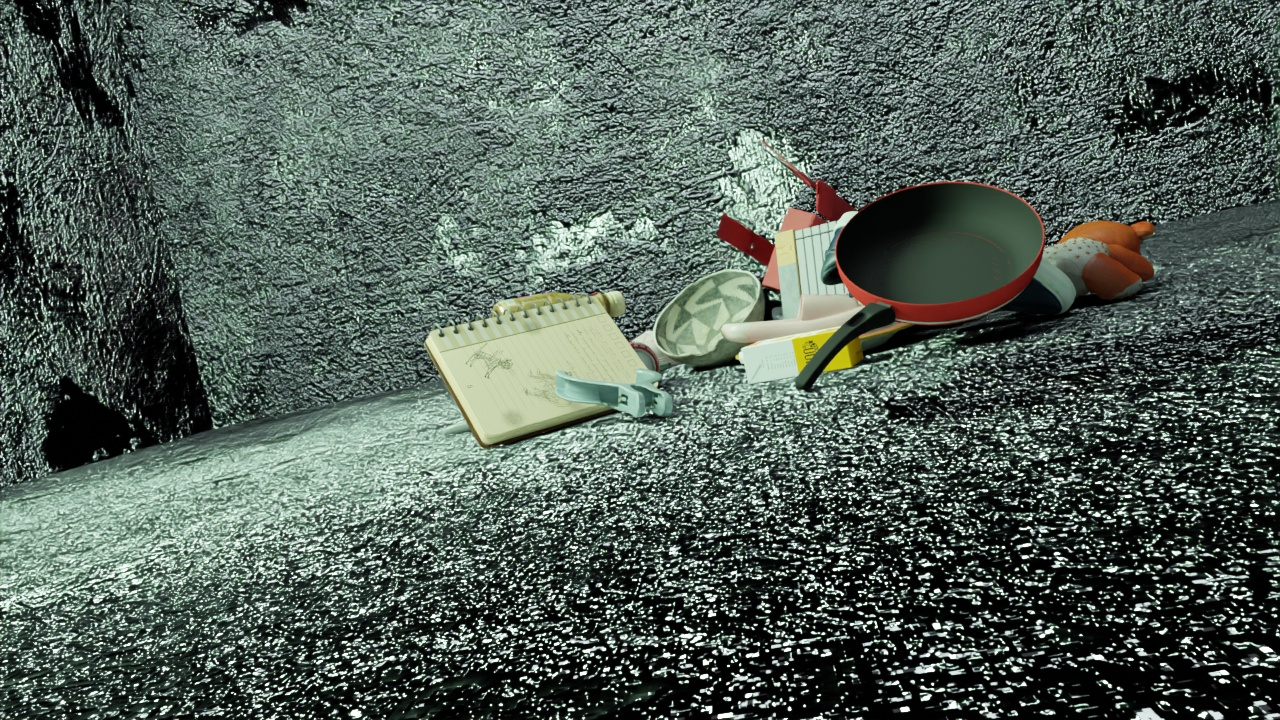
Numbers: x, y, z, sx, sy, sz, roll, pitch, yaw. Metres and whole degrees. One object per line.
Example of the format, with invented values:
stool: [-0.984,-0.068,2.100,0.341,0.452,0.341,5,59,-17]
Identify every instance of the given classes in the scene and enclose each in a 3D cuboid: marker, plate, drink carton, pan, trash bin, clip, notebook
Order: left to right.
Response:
marker: [-0.186,0.077,1.179,0.138,0.016,0.022,-13,27,-1]
notebook: [-0.111,0.002,1.033,0.225,0.167,0.024,-15,-34,-33]
clip: [-0.047,0.031,0.943,0.159,0.030,0.174,0,8,-7]
drink carton: [0.174,-0.007,1.006,0.123,0.040,0.058,-11,4,27]
plate: [0.234,-0.020,1.153,0.230,0.021,0.229,-12,3,1]
trash bin: [0.336,-0.124,1.271,0.248,0.142,0.142,-10,-6,40]
pan: [0.268,-0.071,0.943,0.209,0.067,0.355,23,57,39]

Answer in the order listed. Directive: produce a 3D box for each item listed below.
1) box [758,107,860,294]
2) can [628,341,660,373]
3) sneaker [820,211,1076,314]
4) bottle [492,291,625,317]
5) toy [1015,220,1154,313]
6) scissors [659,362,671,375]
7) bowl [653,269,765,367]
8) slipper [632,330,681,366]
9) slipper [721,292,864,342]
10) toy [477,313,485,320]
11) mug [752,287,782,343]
box: [0.290,-0.236,1.488,0.121,0.318,0.210,-8,-13,34]
can: [-0.007,0.007,1.239,0.063,0.063,0.114,-13,4,-1]
sneaker: [0.339,-0.086,1.065,0.295,0.127,0.121,19,-18,34]
bottle: [-0.099,-0.058,1.150,0.165,0.059,0.060,-13,3,-24]
toy: [0.534,-0.111,1.104,0.172,0.093,0.164,-31,11,-36]
scissors: [-0.021,0.027,1.342,0.148,0.019,0.123,-19,9,-17]
bowl: [0.113,-0.048,1.357,0.179,0.081,0.178,-24,35,18]
slipper: [0.037,-0.021,1.551,0.238,0.064,0.094,-13,3,-40]
slipper: [0.213,-0.058,1.180,0.222,0.055,0.106,-10,2,12]
toy: [-0.133,-0.005,1.223,0.184,0.140,0.159,-8,-7,14]
mug: [0.183,-0.064,1.450,0.121,0.094,0.085,-13,4,-9]
